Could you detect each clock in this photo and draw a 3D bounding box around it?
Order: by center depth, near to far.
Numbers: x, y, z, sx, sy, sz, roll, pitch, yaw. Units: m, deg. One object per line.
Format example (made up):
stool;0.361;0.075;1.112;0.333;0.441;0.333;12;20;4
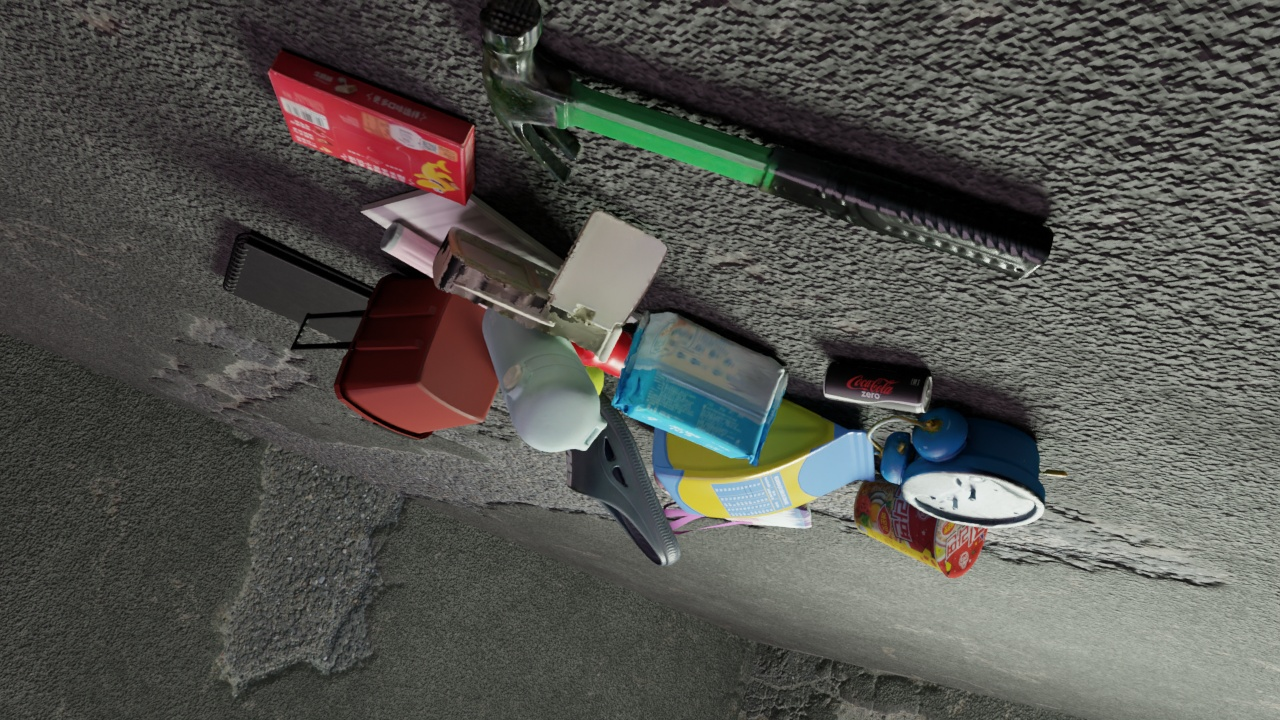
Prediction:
clock;0.274;0.091;0.795;0.161;0.060;0.117;24;153;-8

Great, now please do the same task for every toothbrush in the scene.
toothbrush;-0.128;-0.055;0.817;0.222;0.026;0.027;31;172;-31

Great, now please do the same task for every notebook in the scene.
notebook;-0.118;-0.082;0.789;0.143;0.009;0.209;-1;153;47
notebook;-0.389;-0.076;1.056;0.169;0.019;0.232;26;160;-22

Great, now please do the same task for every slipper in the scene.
slipper;-0.045;0.137;1.052;0.111;0.083;0.268;13;132;64

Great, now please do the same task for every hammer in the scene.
hammer;0.068;-0.107;0.507;0.319;0.032;0.130;18;161;1

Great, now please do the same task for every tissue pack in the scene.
tissue pack;0.050;0.022;0.790;0.144;0.092;0.062;24;168;-12

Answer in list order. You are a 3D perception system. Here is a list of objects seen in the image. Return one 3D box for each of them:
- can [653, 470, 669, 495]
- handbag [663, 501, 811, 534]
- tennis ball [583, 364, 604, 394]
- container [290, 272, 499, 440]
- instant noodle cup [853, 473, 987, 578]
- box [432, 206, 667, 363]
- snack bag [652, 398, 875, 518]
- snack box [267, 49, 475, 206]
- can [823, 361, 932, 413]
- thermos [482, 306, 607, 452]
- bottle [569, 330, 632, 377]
can;0.058;0.133;1.127;0.067;0.067;0.076;23;162;-11
handbag;0.110;0.172;1.080;0.170;0.068;0.144;-12;155;7
tennis ball;-0.070;0.018;0.933;0.065;0.065;0.065;17;161;6
container;-0.231;-0.005;0.897;0.201;0.147;0.127;-4;151;41
instant noodle cup;0.288;0.164;0.964;0.113;0.100;0.100;12;162;47
box;-0.064;-0.066;0.666;0.145;0.101;0.187;24;179;-22
snack bag;0.129;0.095;0.925;0.205;0.102;0.159;0;156;15
snack box;-0.178;-0.155;0.625;0.133;0.021;0.089;20;162;-4
can;0.191;0.021;0.741;0.081;0.031;0.031;9;159;28
thermos;-0.082;0.004;0.723;0.078;0.065;0.206;38;-173;-25
bottle;-0.014;-0.004;0.839;0.042;0.042;0.141;4;168;39
